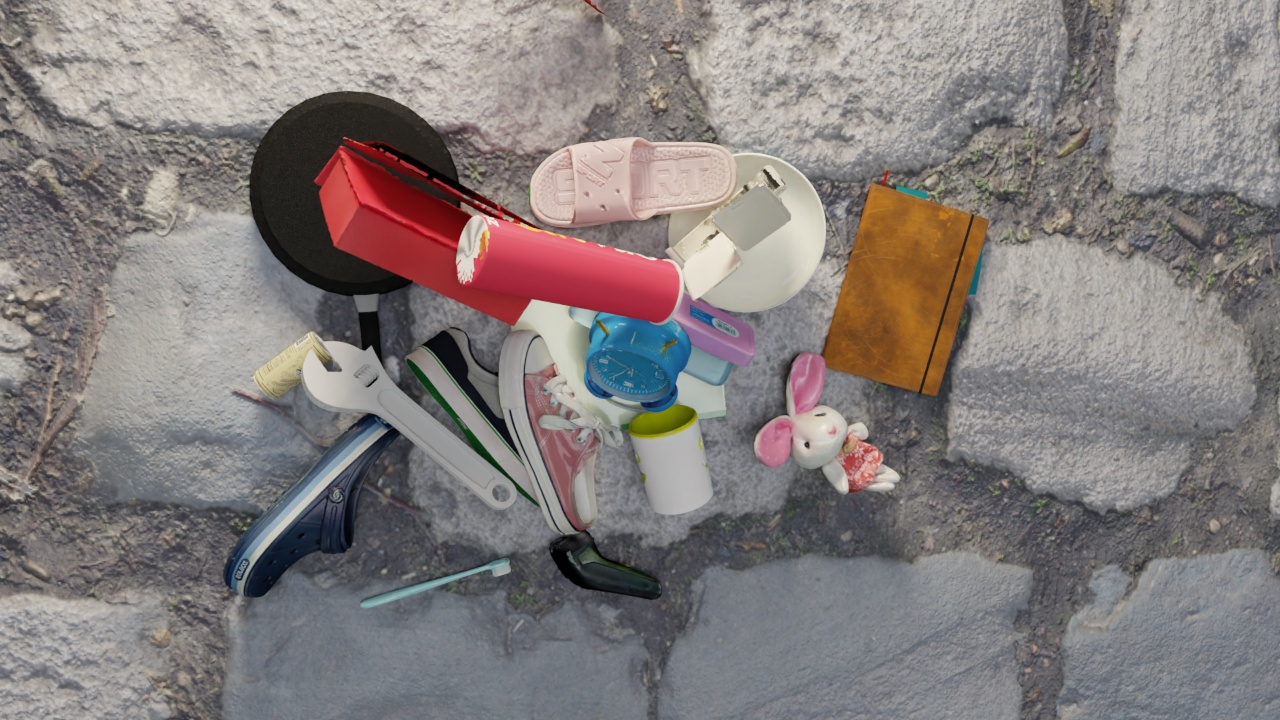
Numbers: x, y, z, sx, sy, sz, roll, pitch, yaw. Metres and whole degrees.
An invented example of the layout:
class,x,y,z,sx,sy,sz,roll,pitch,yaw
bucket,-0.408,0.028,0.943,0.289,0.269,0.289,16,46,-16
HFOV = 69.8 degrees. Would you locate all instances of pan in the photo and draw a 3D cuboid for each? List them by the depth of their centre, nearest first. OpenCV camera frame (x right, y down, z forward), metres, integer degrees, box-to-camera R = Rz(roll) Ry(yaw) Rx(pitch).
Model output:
class,x,y,z,sx,sy,sz,roll,pitch,yaw
pan,-0.309,-0.118,1.020,0.225,0.034,0.356,-4,98,-11

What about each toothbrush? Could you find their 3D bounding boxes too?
class,x,y,z,sx,sy,sz,roll,pitch,yaw
toothbrush,-0.243,0.268,1.093,0.180,0.016,0.016,-14,109,-9

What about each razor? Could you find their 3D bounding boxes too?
class,x,y,z,sx,sy,sz,roll,pitch,yaw
razor,-0.039,0.251,1.115,0.151,0.054,0.067,23,76,-18

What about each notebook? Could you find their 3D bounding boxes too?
class,x,y,z,sx,sy,sz,roll,pitch,yaw
notebook,-0.024,-0.004,1.099,0.252,0.010,0.182,-7,99,-10
notebook,0.341,-0.091,1.152,0.178,0.014,0.249,14,95,-12

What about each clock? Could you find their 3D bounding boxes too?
class,x,y,z,sx,sy,sz,roll,pitch,yaw
clock,-0.006,0.006,1.037,0.117,0.162,0.060,13,54,6

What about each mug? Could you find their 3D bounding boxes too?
class,x,y,z,sx,sy,sz,roll,pitch,yaw
mug,0.037,0.117,1.084,0.082,0.082,0.106,-17,109,-8

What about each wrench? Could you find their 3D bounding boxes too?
class,x,y,z,sx,sy,sz,roll,pitch,yaw
wrench,-0.251,0.078,1.001,0.273,0.018,0.086,41,55,-4

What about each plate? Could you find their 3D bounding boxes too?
class,x,y,z,sx,sy,sz,roll,pitch,yaw
plate,0.125,-0.148,1.071,0.182,0.034,0.182,1,95,15

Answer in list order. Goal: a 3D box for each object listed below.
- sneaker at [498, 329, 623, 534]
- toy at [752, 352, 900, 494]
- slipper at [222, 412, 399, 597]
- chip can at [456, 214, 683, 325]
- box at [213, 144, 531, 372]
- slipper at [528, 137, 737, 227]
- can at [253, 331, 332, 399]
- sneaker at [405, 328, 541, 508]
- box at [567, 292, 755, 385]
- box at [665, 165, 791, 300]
class,x,y,z,sx,sy,sz,roll,pitch,yaw
sneaker,-0.085,0.076,1.027,0.088,0.118,0.241,-15,94,24
toy,0.231,0.102,1.125,0.194,0.084,0.158,39,66,-12
slipper,-0.352,0.170,1.012,0.095,0.105,0.252,41,86,-6
chip can,-0.065,-0.086,0.897,0.220,0.069,0.069,9,96,-34
box,-0.285,-0.057,0.973,0.213,0.152,0.326,26,124,-37
slipper,-0.010,-0.203,1.029,0.239,0.064,0.094,-5,97,3
can,-0.386,0.006,1.019,0.079,0.038,0.038,-37,102,-4
sneaker,-0.164,0.065,1.051,0.079,0.084,0.235,-41,104,-20
box,0.028,-0.049,1.065,0.214,0.096,0.077,25,58,-13
box,0.097,-0.133,0.965,0.144,0.191,0.069,-40,90,18
